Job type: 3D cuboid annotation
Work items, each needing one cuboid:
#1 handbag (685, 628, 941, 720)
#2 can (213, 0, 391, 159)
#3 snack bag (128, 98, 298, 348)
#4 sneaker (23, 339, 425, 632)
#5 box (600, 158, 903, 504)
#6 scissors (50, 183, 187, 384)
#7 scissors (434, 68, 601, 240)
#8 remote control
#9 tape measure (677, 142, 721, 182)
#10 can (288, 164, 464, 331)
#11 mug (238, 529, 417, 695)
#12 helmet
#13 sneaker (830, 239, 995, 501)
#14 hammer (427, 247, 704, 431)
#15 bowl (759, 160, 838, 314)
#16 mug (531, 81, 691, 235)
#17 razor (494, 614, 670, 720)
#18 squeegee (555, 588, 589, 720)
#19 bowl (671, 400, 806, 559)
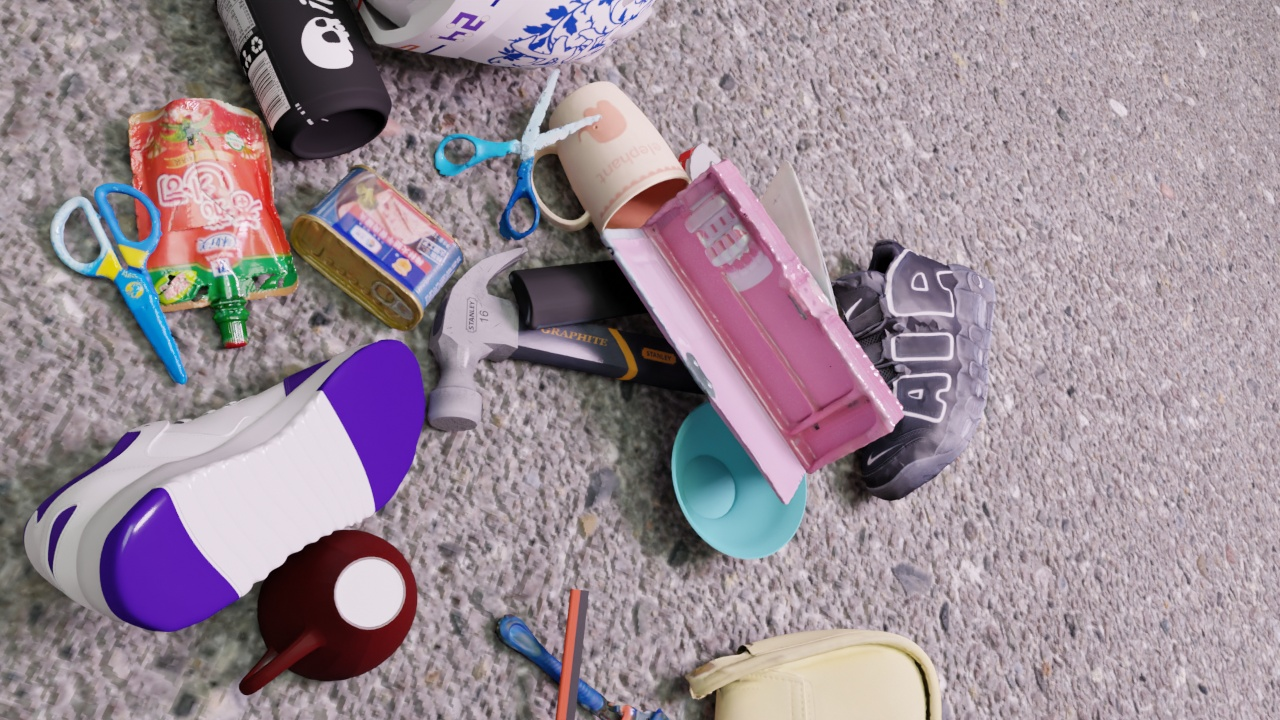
[{"bbox_3d":[0.115,0.305,0.637,0.191,0.089,0.232,9,68,-12],"label":"handbag"},{"bbox_3d":[-0.228,-0.215,0.609,0.080,0.080,0.146,-22,85,-35],"label":"can"},{"bbox_3d":[-0.265,-0.083,0.571,0.087,0.044,0.155,-10,85,-20],"label":"snack bag"},{"bbox_3d":[-0.223,0.059,0.516,0.243,0.111,0.092,-45,129,-59],"label":"sneaker"},{"bbox_3d":[0.072,-0.017,0.654,0.112,0.099,0.232,-30,86,-49],"label":"box"},{"bbox_3d":[-0.297,-0.043,0.541,0.061,0.023,0.126,-26,88,-13],"label":"scissors"},{"bbox_3d":[-0.082,-0.147,0.679,0.130,0.014,0.115,-24,96,2],"label":"scissors"},{"bbox_3d":[-0.028,-0.053,0.673,0.140,0.021,0.045,-11,73,-39],"label":"remote control"},{"bbox_3d":[0.056,-0.150,0.783,0.060,0.020,0.062,31,57,-39],"label":"tape measure"},{"bbox_3d":[-0.173,-0.074,0.610,0.100,0.054,0.058,41,55,-13],"label":"can"},{"bbox_3d":[-0.172,0.142,0.510,0.113,0.089,0.087,-41,96,-35],"label":"mug"},{"bbox_3d":[-0.079,-0.330,0.648,0.313,0.232,0.236,-36,104,-45],"label":"helmet"},{"bbox_3d":[0.217,-0.010,0.801,0.151,0.097,0.251,32,58,-12],"label":"sneaker"},{"bbox_3d":[-0.004,0.004,0.695,0.312,0.035,0.139,12,64,-28],"label":"hammer"},{"bbox_3d":[0.116,-0.070,0.752,0.058,0.176,0.176,-16,79,8],"label":"bowl"},{"bbox_3d":[-0.034,-0.150,0.711,0.111,0.085,0.104,-28,77,-6],"label":"mug"},{"bbox_3d":[-0.041,0.215,0.607,0.141,0.018,0.043,42,54,-7],"label":"razor"},{"bbox_3d":[-0.123,0.251,0.521,0.184,0.055,0.249,18,73,-41],"label":"squeegee"},{"bbox_3d":[0.064,0.092,0.696,0.121,0.046,0.121,11,68,-28],"label":"bowl"}]
